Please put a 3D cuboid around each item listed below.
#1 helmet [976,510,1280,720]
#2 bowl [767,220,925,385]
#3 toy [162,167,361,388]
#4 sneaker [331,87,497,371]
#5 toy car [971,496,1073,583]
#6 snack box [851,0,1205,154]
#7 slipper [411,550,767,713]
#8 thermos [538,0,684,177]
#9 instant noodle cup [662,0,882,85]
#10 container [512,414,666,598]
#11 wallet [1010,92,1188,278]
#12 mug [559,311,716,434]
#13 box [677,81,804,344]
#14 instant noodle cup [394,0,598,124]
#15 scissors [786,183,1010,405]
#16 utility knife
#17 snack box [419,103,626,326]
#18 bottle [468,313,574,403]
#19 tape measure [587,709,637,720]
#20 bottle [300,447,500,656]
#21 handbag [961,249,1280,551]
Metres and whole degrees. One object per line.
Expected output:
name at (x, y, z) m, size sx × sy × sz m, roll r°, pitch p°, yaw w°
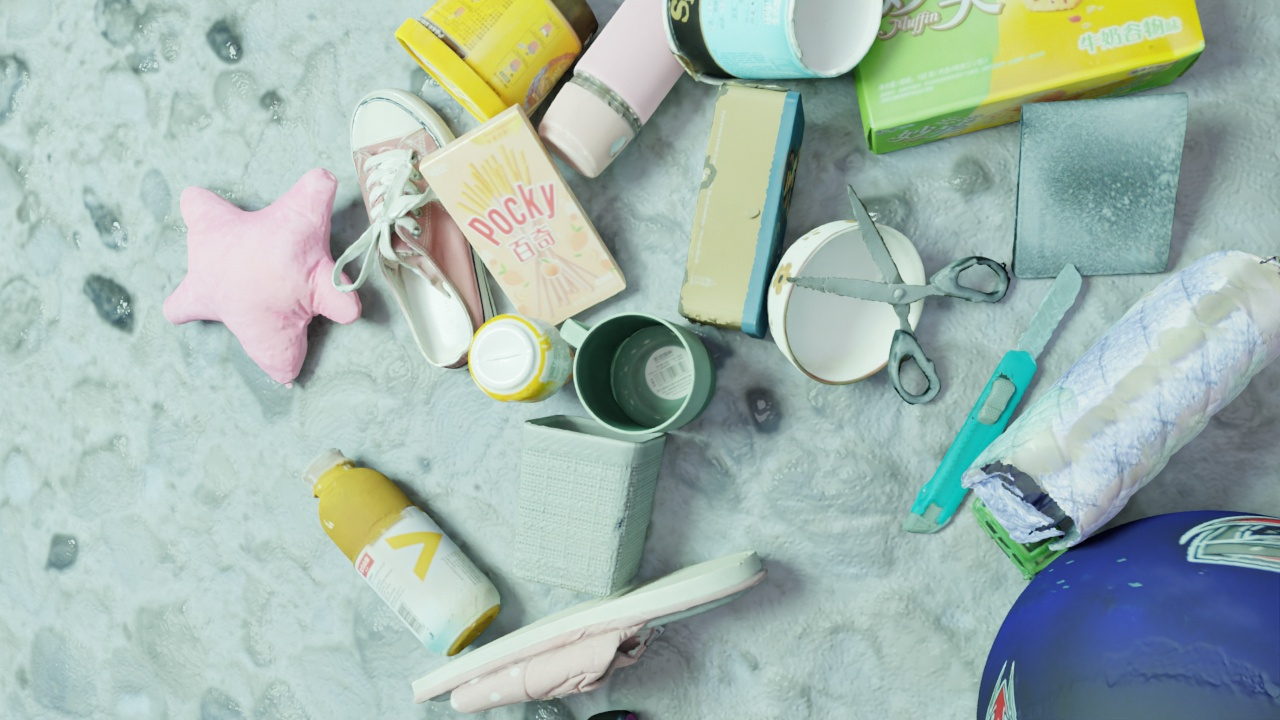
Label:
helmet at (0.350, 0.214, 0.495) m, size 0.315 × 0.248 × 0.240 m, roll 24°, pitch 71°, yaw 3°
bowl at (0.133, -0.046, 0.638) m, size 0.113 × 0.113 × 0.062 m, roll -57°, pitch 33°, yaw 6°
toy at (-0.319, -0.063, 0.763) m, size 0.195 × 0.074 × 0.178 m, roll -5°, pitch 97°, yaw 18°
sneaker at (-0.180, -0.108, 0.719) m, size 0.118 × 0.087 × 0.241 m, roll -18°, pitch 84°, yaw 13°
toy car at (0.267, 0.124, 0.621) m, size 0.043 × 0.036 × 0.091 m, roll -41°, pitch 82°, yaw 8°
snack box at (0.246, -0.245, 0.623) m, size 0.210 × 0.070 × 0.157 m, roll -11°, pitch 85°, yaw 14°
slipper at (-0.035, 0.204, 0.659) m, size 0.274 × 0.114 × 0.054 m, roll -22°, pitch 81°, yaw 7°
thermos at (0.005, -0.227, 0.684) m, size 0.067 × 0.087 × 0.198 m, roll 35°, pitch 90°, yaw 13°
instant noodle cup at (0.091, -0.232, 0.610) m, size 0.120 × 0.111 × 0.111 m, roll 35°, pitch 98°, yaw 52°
container at (-0.039, 0.105, 0.675) m, size 0.090 × 0.090 × 0.114 m, roll 9°, pitch 93°, yaw 15°
wallet at (0.300, -0.113, 0.607) m, size 0.097 × 0.019 × 0.121 m, roll 0°, pitch 116°, yaw 15°
mug at (-0.004, 0.004, 0.658) m, size 0.112 × 0.106 × 0.082 m, roll 30°, pitch 96°, yaw 13°
box at (0.073, -0.098, 0.654) m, size 0.060 × 0.089 × 0.184 m, roll 9°, pitch 92°, yaw 14°
instant noodle cup at (-0.103, -0.244, 0.695) m, size 0.118 × 0.118 × 0.114 m, roll 42°, pitch 91°, yaw 12°
scissors at (0.178, -0.045, 0.614) m, size 0.159 × 0.014 × 0.181 m, roll -26°, pitch 118°, yaw -11°
utility knife at (0.245, 0.031, 0.637) m, size 0.029 × 0.013 × 0.217 m, roll 28°, pitch 97°, yaw 8°
snack box at (-0.084, -0.101, 0.682) m, size 0.084 × 0.026 × 0.157 m, roll -27°, pitch 118°, yaw 12°
bottle at (-0.081, 0.000, 0.678) m, size 0.063 × 0.108 × 0.063 m, roll -1°, pitch 86°, yaw 15°
tape measure at (-0.022, 0.289, 0.677) m, size 0.039 × 0.057 × 0.058 m, roll -12°, pitch 93°, yaw 15°
bottle at (-0.193, 0.146, 0.722) m, size 0.189 × 0.068 × 0.068 m, roll 43°, pitch 98°, yaw 13°
handbag at (0.291, 0.028, 0.552) m, size 0.193 × 0.134 × 0.075 m, roll -43°, pitch 76°, yaw -5°
